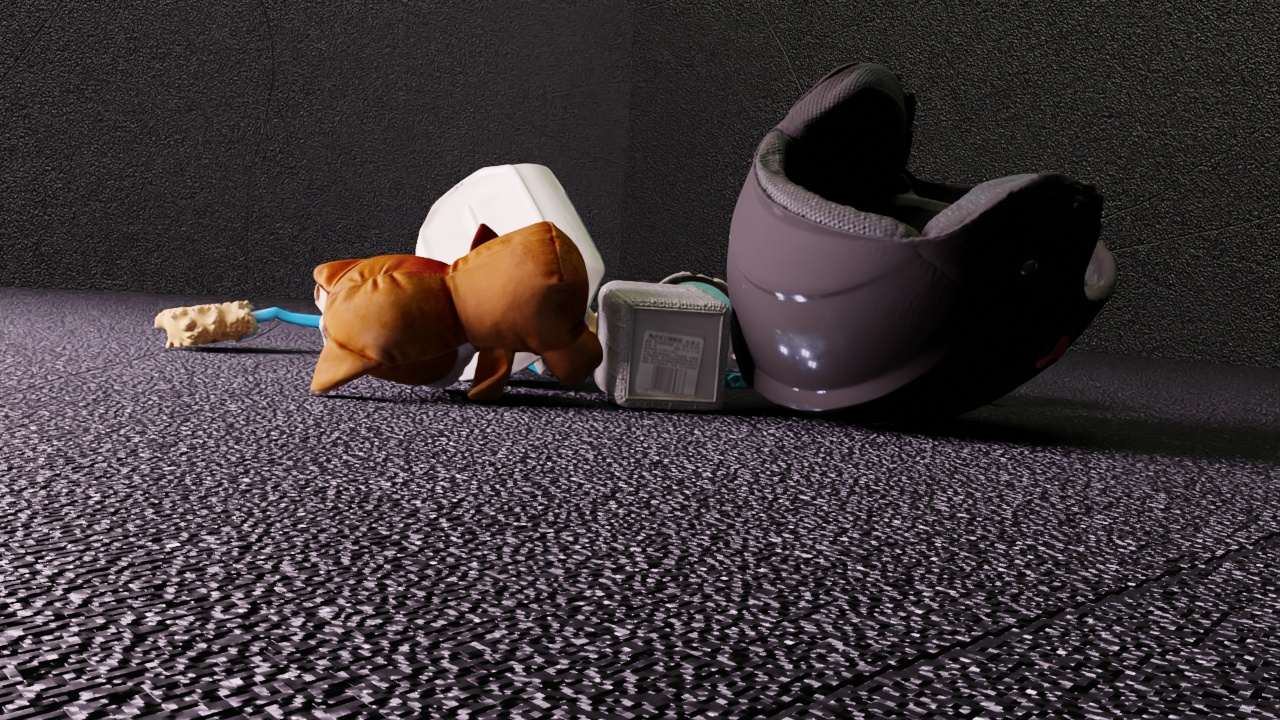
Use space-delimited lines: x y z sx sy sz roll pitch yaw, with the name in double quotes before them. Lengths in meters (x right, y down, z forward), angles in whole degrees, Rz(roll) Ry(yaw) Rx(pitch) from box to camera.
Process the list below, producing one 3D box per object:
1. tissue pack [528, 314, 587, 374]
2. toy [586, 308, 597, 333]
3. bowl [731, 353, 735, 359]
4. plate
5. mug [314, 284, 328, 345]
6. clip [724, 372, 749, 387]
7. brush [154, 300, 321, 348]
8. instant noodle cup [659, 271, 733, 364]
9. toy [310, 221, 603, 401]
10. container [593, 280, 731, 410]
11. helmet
"tissue pack" -0.100 -0.056 0.876 0.063 0.140 0.090 -15 19 -32
"toy" -0.051 -0.042 1.103 0.105 0.066 0.157 -22 -24 27
"bowl" 0.157 -0.023 1.030 0.118 0.119 0.064 0 44 -39
"plate" -0.129 -0.093 0.806 0.034 0.162 0.265 49 10 -44
"mug" -0.249 -0.045 0.886 0.103 0.084 0.125 3 18 -32
"clip" 0.098 0.018 0.862 0.056 0.014 0.040 -1 6 -41
"brush" -0.347 -0.038 0.922 0.254 0.046 0.083 -2 -1 -22
"instant noodle cup" 0.054 -0.029 0.938 0.111 0.111 0.120 4 13 1
"toy" -0.134 -0.031 0.655 0.199 0.131 0.140 -8 45 -10
"container" 0.016 -0.011 0.690 0.090 0.090 0.114 2 7 -9
"helmet" 0.190 -0.066 0.652 0.274 0.231 0.233 7 33 -27
